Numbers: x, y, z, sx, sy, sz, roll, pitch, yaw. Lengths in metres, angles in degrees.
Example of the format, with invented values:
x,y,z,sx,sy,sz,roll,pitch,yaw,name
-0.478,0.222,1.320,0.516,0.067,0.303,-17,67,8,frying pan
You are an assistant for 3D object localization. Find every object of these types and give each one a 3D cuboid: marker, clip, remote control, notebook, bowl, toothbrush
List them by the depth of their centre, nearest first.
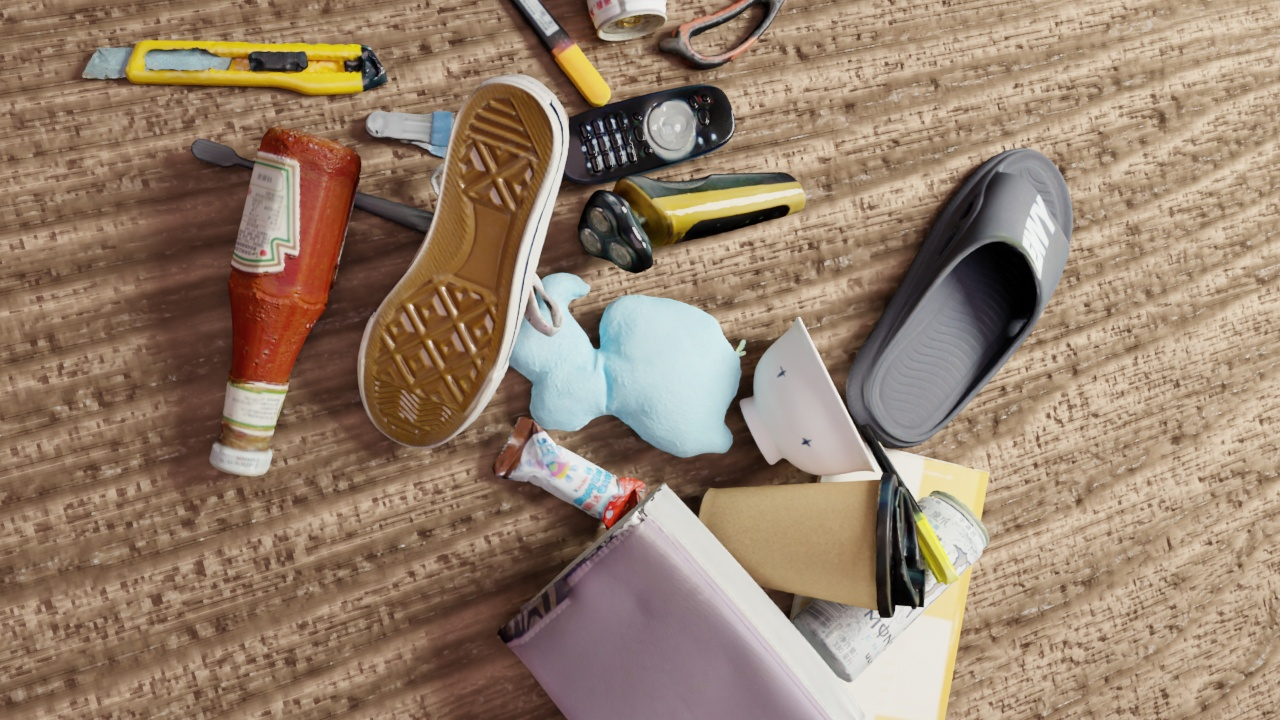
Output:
x,y,z,sx,sy,sz,roll,pitch,yaw,name
-0.191,-0.105,0.588,0.181,0.018,0.015,17,86,-18,toothbrush
-0.151,-0.151,0.599,0.058,0.044,0.027,6,88,-12,clip
-0.063,-0.225,0.628,0.018,0.015,0.124,-41,97,-15,marker
0.108,0.036,0.636,0.065,0.118,0.118,-26,97,10,bowl
0.001,-0.157,0.640,0.136,0.024,0.053,-19,94,-17,remote control
0.185,0.099,0.642,0.015,0.018,0.124,-26,66,2,marker
0.185,0.171,0.695,0.145,0.010,0.206,14,85,-15,notebook

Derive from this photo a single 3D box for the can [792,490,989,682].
x,y,z,sx,sy,sz,roll,pitch,yaw,name
0.179,0.160,0.657,0.146,0.058,0.058,-39,99,-13,can

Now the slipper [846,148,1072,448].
x,y,z,sx,sy,sz,roll,pitch,yaw,name
0.260,-0.047,0.685,0.110,0.083,0.267,41,77,-14,slipper

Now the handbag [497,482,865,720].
x,y,z,sx,sy,sz,roll,pitch,yaw,name
0.024,0.199,0.577,0.145,0.098,0.197,-42,85,12,handbag

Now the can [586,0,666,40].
x,y,z,sx,sy,sz,roll,pitch,yaw,name
-0.019,-0.291,0.621,0.053,0.053,0.133,-13,93,-17,can

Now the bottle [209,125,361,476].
x,y,z,sx,sy,sz,roll,pitch,yaw,name
-0.218,-0.033,0.550,0.059,0.060,0.206,14,94,-16,bottle

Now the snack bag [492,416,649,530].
x,y,z,sx,sy,sz,roll,pitch,yaw,name
-0.046,0.079,0.619,0.105,0.026,0.045,30,99,-14,snack bag

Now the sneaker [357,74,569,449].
x,y,z,sx,sy,sz,roll,pitch,yaw,name
-0.099,-0.057,0.566,0.118,0.087,0.241,25,110,5,sneaker

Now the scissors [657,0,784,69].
x,y,z,sx,sy,sz,roll,pitch,yaw,name
0.094,-0.291,0.675,0.224,0.015,0.189,18,84,-15,scissors

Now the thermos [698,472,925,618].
x,y,z,sx,sy,sz,roll,pitch,yaw,name
0.114,0.120,0.611,0.143,0.093,0.093,-1,89,20,thermos

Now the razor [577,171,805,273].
x,y,z,sx,sy,sz,roll,pitch,yaw,name
0.040,-0.102,0.638,0.167,0.062,0.067,-13,70,-22,razor

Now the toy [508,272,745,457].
x,y,z,sx,sy,sz,roll,pitch,yaw,name
-0.004,0.004,0.623,0.156,0.050,0.161,-27,91,-6,toy

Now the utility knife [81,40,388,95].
x,y,z,sx,sy,sz,roll,pitch,yaw,name
-0.248,-0.182,0.570,0.177,0.015,0.033,-5,87,-17,utility knife
